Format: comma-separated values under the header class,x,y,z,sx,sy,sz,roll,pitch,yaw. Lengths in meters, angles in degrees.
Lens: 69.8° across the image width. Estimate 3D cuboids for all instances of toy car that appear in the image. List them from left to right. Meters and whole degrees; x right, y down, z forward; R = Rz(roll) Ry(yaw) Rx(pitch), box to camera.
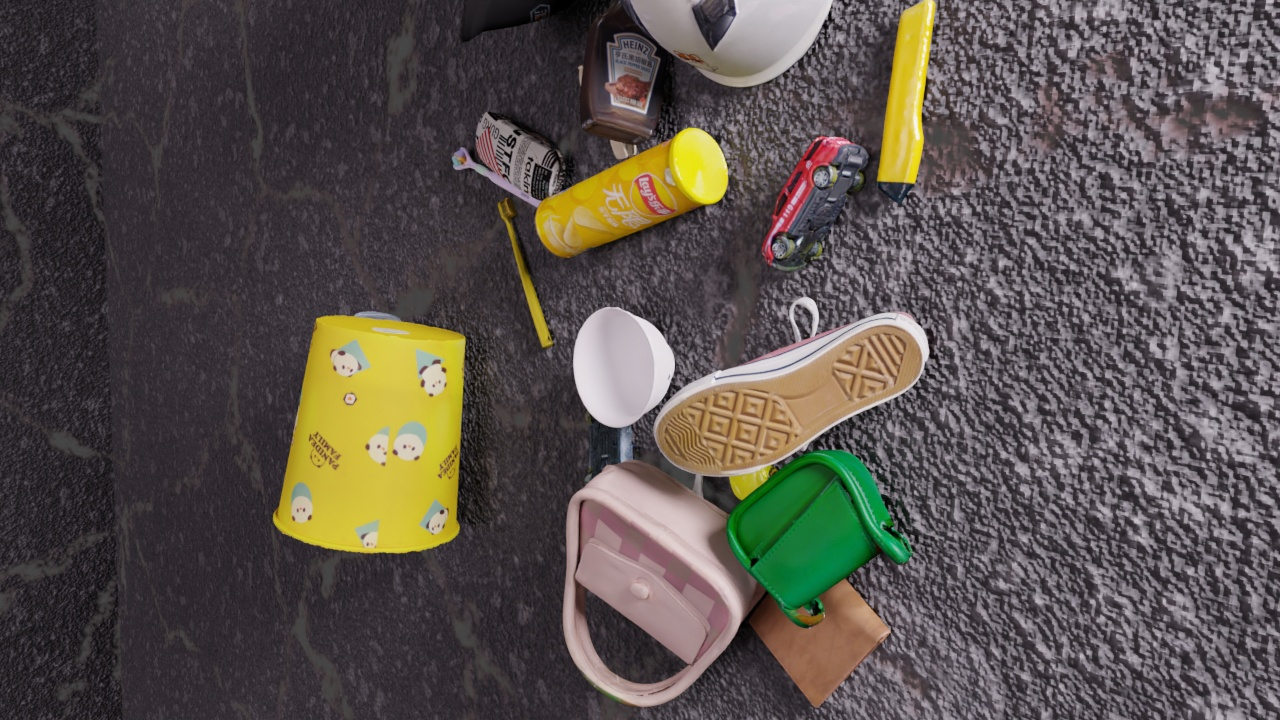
class,x,y,z,sx,sy,sz,roll,pitch,yaw
toy car,-0.030,0.094,0.973,0.054,0.036,0.120,-16,73,46
toy car,0.093,0.084,0.846,0.048,0.032,0.105,-28,75,43
toy car,0.141,-0.130,0.762,0.045,0.052,0.121,47,122,35

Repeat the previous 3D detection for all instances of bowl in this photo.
class,x,y,z,sx,sy,sz,roll,pitch,yaw
bowl,-0.005,0.005,0.916,0.118,0.064,0.118,4,96,45

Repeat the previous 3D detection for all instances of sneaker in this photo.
class,x,y,z,sx,sy,sz,roll,pitch,yaw
sneaker,0.125,0.023,0.769,0.242,0.087,0.118,-27,97,24

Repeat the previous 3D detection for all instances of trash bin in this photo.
class,x,y,z,sx,sy,sz,roll,pitch,yaw
trash bin,-0.327,0.083,1.158,0.230,0.229,0.255,15,98,44

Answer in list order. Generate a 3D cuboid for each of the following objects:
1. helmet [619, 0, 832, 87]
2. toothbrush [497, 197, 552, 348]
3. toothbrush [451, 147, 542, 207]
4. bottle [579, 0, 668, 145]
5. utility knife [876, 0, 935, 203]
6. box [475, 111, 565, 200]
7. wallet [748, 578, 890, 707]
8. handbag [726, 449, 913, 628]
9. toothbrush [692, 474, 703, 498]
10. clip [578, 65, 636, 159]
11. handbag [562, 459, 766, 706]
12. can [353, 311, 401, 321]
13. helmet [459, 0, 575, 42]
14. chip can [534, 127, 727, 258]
class,x,y,z,sx,sy,sz,roll,pitch,yaw
helmet,0.056,-0.375,0.750,0.230,0.156,0.274,27,113,42
toothbrush,-0.133,-0.104,1.073,0.017,0.015,0.190,-28,73,37
toothbrush,-0.165,-0.214,1.092,0.189,0.021,0.029,33,105,37
bottle,-0.011,-0.311,0.883,0.044,0.079,0.194,-5,76,65
utility knife,0.208,-0.200,0.711,0.033,0.015,0.156,14,103,38
box,-0.143,-0.235,1.048,0.164,0.052,0.069,35,136,38
wallet,0.153,0.233,0.808,0.101,0.020,0.116,51,129,31
handbag,0.145,0.144,0.761,0.132,0.067,0.120,-42,69,24
toothbrush,0.051,0.171,0.901,0.026,0.026,0.221,-144,58,-68
clip,-0.034,-0.260,0.921,0.035,0.095,0.102,5,86,46
handbag,0.002,0.231,0.881,0.193,0.093,0.235,34,119,21
can,-0.376,-0.016,1.297,0.066,0.066,0.094,26,113,42
helmet,-0.120,-0.447,0.876,0.233,0.230,0.275,-149,57,-77
chip can,-0.014,-0.160,0.906,0.214,0.071,0.072,-14,84,47
